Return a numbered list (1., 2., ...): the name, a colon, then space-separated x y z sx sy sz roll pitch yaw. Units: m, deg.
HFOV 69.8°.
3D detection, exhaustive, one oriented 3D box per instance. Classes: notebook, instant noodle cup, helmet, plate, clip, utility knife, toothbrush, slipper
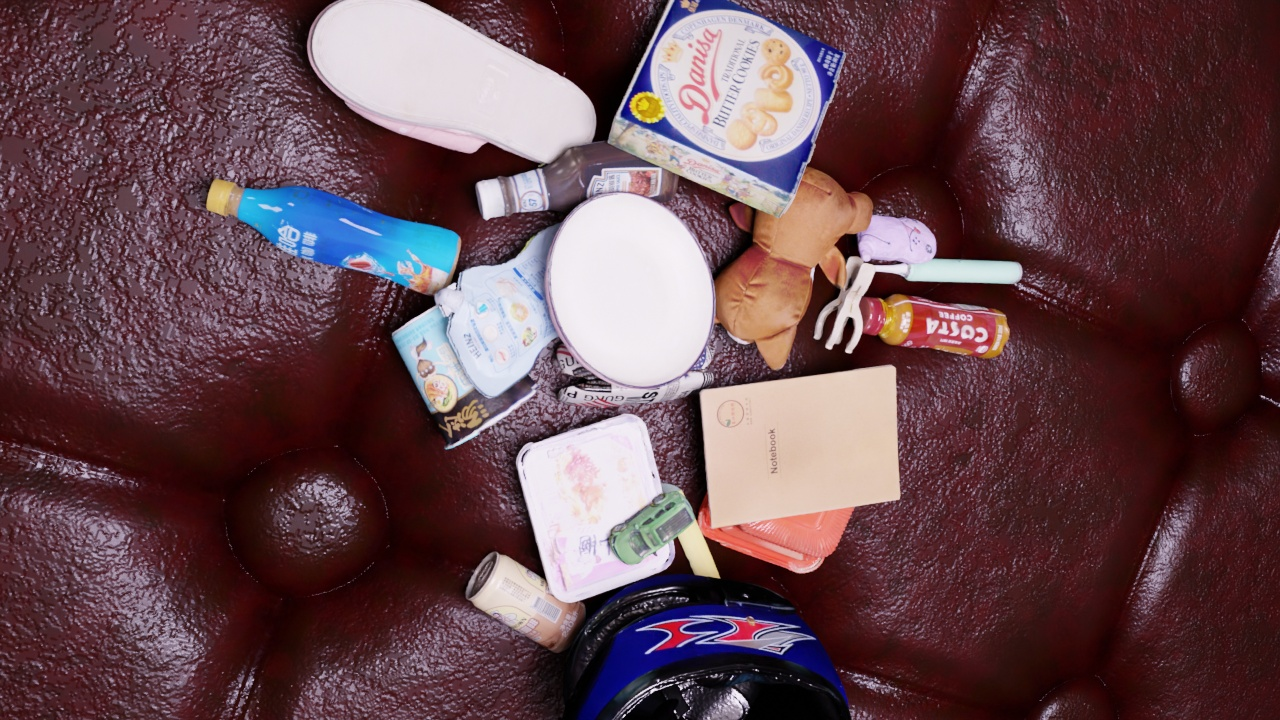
1. notebook: 0.167 0.089 0.942 0.207 0.008 0.148 -7 101 -9
2. instant noodle cup: 0.165 0.139 0.997 0.164 0.079 0.189 20 97 -14
3. helmet: 0.042 0.327 0.899 0.315 0.240 0.247 24 93 -30
4. instant noodle cup: -0.048 0.146 0.946 0.138 0.060 0.173 -16 104 -13
5. plate: -0.013 -0.065 0.885 0.192 0.039 0.192 6 79 -34
6. clip: 0.227 -0.054 0.983 0.034 0.081 0.105 13 123 -18
7. utility knife: 0.063 0.219 1.009 0.031 0.021 0.198 -18 100 20
8. toothbrush: 0.329 -0.102 1.034 0.224 0.027 0.027 0 127 -16
9. slipper: -0.168 -0.253 0.852 0.274 0.054 0.114 13 98 -29
10. instant noodle cup: -0.173 0.005 0.871 0.111 0.111 0.120 -34 98 -9

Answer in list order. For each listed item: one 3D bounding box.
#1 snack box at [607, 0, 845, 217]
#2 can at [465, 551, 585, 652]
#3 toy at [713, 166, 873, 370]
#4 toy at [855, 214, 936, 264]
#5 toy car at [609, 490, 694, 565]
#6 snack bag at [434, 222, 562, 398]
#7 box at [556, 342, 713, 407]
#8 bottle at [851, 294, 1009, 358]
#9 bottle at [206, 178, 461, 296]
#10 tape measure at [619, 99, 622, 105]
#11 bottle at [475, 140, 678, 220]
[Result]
1. snack box: 0.085 -0.251 0.875 0.182 0.046 0.177 23 68 -3
2. can: -0.117 0.249 0.942 0.116 0.058 0.058 36 87 -18
3. toy: 0.142 -0.099 0.944 0.130 0.140 0.199 24 94 -59
4. toy: 0.274 -0.135 1.001 0.108 0.039 0.083 3 57 -21
5. toy car: 0.013 0.170 0.919 0.091 0.036 0.043 -35 107 -5
6. snack bag: -0.106 -0.052 0.860 0.190 0.039 0.110 -37 112 -42
7. box: -0.006 0.000 0.940 0.163 0.076 0.087 -3 79 -13
8. bottle: 0.322 -0.040 1.024 0.174 0.057 0.057 7 96 -17
9. bottle: -0.277 -0.118 0.838 0.218 0.065 0.065 17 93 -17
10. tape measure: 0.008 -0.245 0.912 0.057 0.039 0.057 10 95 -17
11. bottle: -0.060 -0.171 0.887 0.194 0.080 0.044 -13 58 -13
